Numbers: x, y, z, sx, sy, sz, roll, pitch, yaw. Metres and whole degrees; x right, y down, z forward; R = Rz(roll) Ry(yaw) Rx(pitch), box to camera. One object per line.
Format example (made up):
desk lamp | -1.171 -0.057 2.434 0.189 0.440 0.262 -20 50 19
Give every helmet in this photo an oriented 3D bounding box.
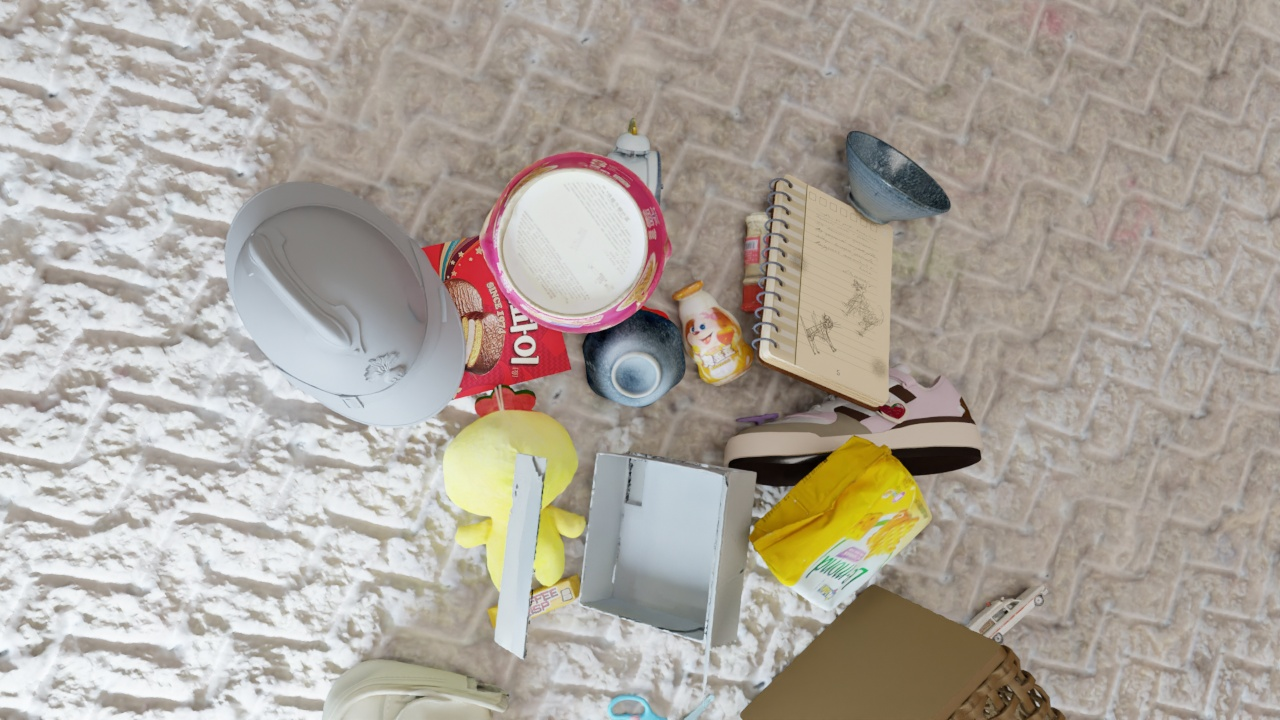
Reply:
helmet | -0.285 -0.048 0.836 0.183 0.117 0.271 -43 93 4

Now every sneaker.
sneaker | 0.227 0.062 0.994 0.293 0.112 0.116 -3 69 -12

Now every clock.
clock | -0.007 -0.188 0.941 0.057 0.083 0.117 1 90 -7

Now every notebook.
notebook | 0.196 -0.075 0.960 0.167 0.024 0.225 22 61 -23

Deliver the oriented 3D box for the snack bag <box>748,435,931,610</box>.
snack bag | 0.203 0.164 0.920 0.159 0.247 0.068 -41 57 3

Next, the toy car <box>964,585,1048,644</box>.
toy car | 0.418 0.294 1.062 0.113 0.039 0.039 -37 76 -12

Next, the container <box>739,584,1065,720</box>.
container | 0.279 0.399 0.917 0.219 0.252 0.214 -41 98 -10

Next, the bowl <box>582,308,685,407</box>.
bowl | -0.006 0.005 0.933 0.110 0.055 0.110 -1 113 -2

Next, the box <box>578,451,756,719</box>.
box | 0.025 0.177 0.813 0.165 0.330 0.167 6 87 -1

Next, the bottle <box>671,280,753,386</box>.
bottle | 0.073 -0.030 0.968 0.063 0.063 0.109 -30 96 -12

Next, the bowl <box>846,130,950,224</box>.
bowl | 0.267 -0.187 1.007 0.137 0.136 0.057 28 123 -12

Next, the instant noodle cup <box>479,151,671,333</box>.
instant noodle cup | -0.062 -0.111 0.868 0.178 0.077 0.179 0 98 -1

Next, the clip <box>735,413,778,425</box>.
clip | 0.130 0.072 1.007 0.051 0.013 0.032 -11 94 -16

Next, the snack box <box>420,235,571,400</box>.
snack box | -0.155 -0.048 0.928 0.132 0.036 0.152 -15 93 -13

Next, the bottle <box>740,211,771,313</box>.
bottle | 0.132 -0.105 0.992 0.044 0.044 0.109 3 88 -13

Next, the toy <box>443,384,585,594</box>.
toy | -0.123 0.132 0.910 0.133 0.092 0.208 -10 111 -14

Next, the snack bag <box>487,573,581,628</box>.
snack bag | -0.107 0.249 0.946 0.099 0.020 0.026 -18 93 -13

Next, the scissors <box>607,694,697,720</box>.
scissors | 0.023 0.409 0.980 0.135 0.015 0.129 15 87 -7

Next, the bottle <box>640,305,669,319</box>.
bottle | -0.029 -0.056 0.957 0.119 0.036 0.036 25 84 -12

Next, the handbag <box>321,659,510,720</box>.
handbag | -0.210 0.413 0.872 0.184 0.132 0.229 3 91 -19
